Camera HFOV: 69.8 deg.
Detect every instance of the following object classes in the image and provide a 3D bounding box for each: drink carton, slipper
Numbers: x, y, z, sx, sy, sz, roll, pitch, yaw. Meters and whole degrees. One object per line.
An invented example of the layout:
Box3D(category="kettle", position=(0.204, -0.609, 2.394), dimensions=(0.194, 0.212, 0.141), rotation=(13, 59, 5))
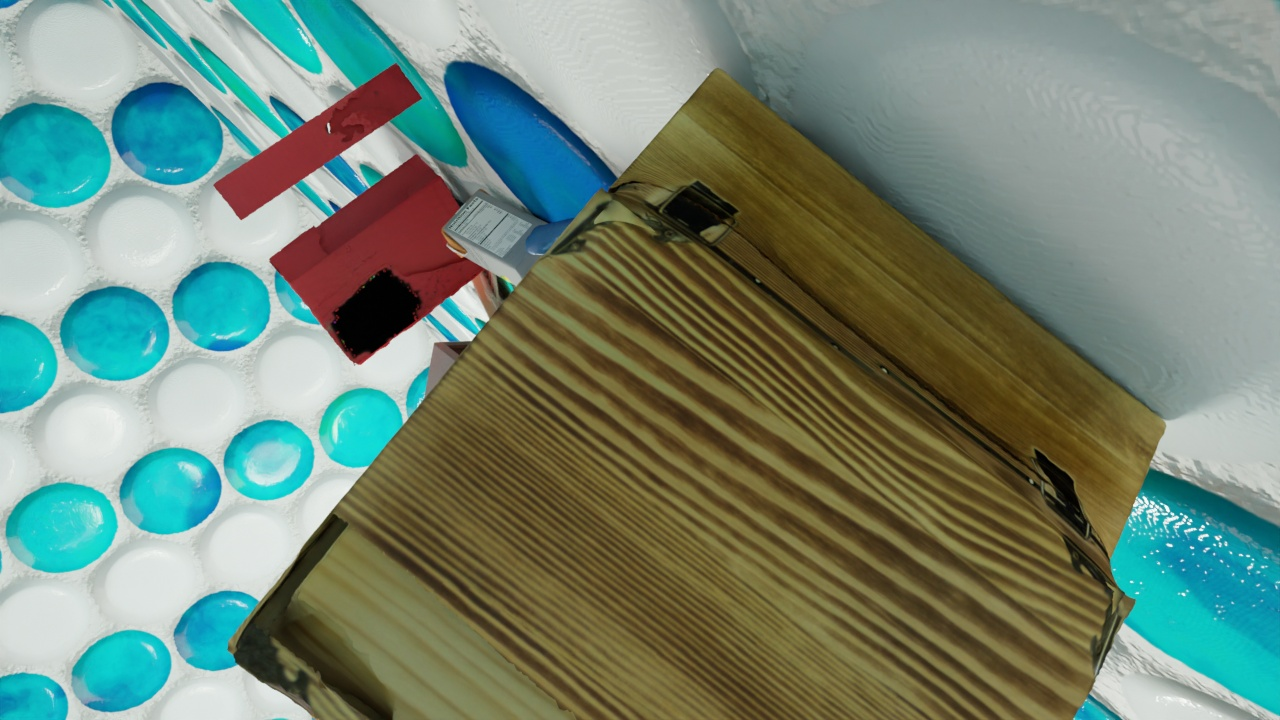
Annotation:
Box3D(category="drink carton", position=(-0.144, -0.127, 0.973), dimensions=(0.125, 0.076, 0.048), rotation=(29, 163, 34))
Box3D(category="slipper", position=(-0.169, -0.074, 1.189), dimensions=(0.115, 0.052, 0.262), rotation=(53, -176, -37))

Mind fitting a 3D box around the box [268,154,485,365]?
Box3D(category="box", position=(-0.322, -0.131, 1.112), dimensions=(0.153, 0.213, 0.165), rotation=(31, 157, 48))

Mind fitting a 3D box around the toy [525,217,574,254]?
Box3D(category="toy", position=(-0.009, -0.078, 0.724), dimensions=(0.176, 0.071, 0.113), rotation=(20, 159, 37))

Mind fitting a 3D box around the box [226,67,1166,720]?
Box3D(category="box", position=(0.032, 0.086, 0.433), dimensions=(0.279, 0.333, 0.287), rotation=(39, 153, 0))

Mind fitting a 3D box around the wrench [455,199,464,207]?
Box3D(category="wrench", position=(-0.232, -0.190, 1.154), dimensions=(0.273, 0.022, 0.073), rotation=(31, 158, 42))

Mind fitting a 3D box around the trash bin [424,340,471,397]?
Box3D(category="trash bin", position=(-0.157, 0.047, 1.215), dimensions=(0.228, 0.115, 0.114), rotation=(-4, -154, -42))
